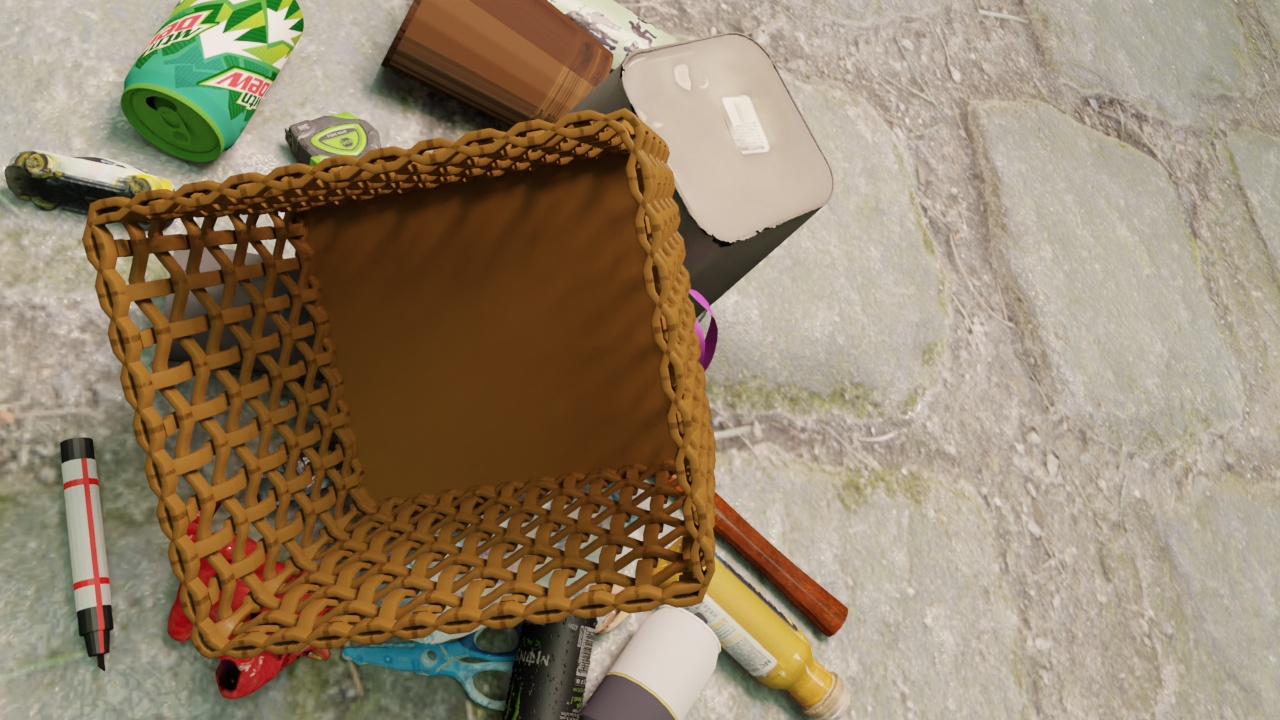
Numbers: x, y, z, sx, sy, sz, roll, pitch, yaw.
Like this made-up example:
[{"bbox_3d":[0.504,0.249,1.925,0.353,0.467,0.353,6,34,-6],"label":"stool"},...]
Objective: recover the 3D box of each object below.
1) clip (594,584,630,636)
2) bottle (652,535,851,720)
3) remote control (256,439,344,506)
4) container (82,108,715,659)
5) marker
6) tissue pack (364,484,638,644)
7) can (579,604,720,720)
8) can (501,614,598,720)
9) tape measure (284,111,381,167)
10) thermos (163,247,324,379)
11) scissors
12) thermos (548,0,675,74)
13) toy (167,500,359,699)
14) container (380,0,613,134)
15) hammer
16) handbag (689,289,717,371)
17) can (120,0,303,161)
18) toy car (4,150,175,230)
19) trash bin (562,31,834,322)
[{"bbox_3d":[-0.023,0.184,0.714,0.039,0.024,0.060,54,45,-1],"label":"clip"},{"bbox_3d":[0.092,0.219,0.739,0.186,0.053,0.053,43,55,-5],"label":"bottle"},{"bbox_3d":[-0.211,0.072,0.668,0.136,0.015,0.032,-19,78,-30],"label":"remote control"},{"bbox_3d":[-0.097,0.000,0.508,0.252,0.214,0.219,-9,100,7],"label":"container"},{"bbox_3d":[-0.345,0.120,0.573,0.019,0.019,0.145,-7,72,-30],"label":"marker"},{"bbox_3d":[-0.094,0.138,0.640,0.181,0.112,0.070,-15,84,-32],"label":"tissue pack"},{"bbox_3d":[0.010,0.239,0.680,0.064,0.064,0.127,44,55,-4],"label":"can"},{"bbox_3d":[-0.067,0.237,0.638,0.054,0.054,0.137,18,69,-20],"label":"can"},{"bbox_3d":[-0.245,-0.170,0.747,0.065,0.036,0.058,-26,73,-31],"label":"tape measure"},{"bbox_3d":[-0.211,-0.024,0.670,0.240,0.082,0.082,9,65,-25],"label":"thermos"},{"bbox_3d":[-0.142,0.210,0.647,0.134,0.015,0.066,10,67,-22],"label":"scissors"},{"bbox_3d":[-0.082,-0.338,0.881,0.231,0.083,0.082,26,58,-15],"label":"thermos"},{"bbox_3d":[-0.250,0.146,0.597,0.133,0.088,0.094,48,19,22],"label":"toy"},{"bbox_3d":[-0.121,-0.273,0.809,0.167,0.132,0.132,28,58,-21],"label":"container"},{"bbox_3d":[0.062,0.127,0.781,0.300,0.028,0.110,42,56,-5],"label":"hammer"},{"bbox_3d":[-0.004,0.004,0.676,0.144,0.170,0.067,44,49,0],"label":"handbag"},{"bbox_3d":[-0.325,-0.230,0.701,0.083,0.083,0.143,25,59,-16],"label":"can"},{"bbox_3d":[-0.382,-0.123,0.645,0.105,0.048,0.033,10,65,-24],"label":"toy car"},{"bbox_3d":[0.013,-0.130,0.743,0.197,0.221,0.197,-25,86,-35],"label":"trash bin"}]
